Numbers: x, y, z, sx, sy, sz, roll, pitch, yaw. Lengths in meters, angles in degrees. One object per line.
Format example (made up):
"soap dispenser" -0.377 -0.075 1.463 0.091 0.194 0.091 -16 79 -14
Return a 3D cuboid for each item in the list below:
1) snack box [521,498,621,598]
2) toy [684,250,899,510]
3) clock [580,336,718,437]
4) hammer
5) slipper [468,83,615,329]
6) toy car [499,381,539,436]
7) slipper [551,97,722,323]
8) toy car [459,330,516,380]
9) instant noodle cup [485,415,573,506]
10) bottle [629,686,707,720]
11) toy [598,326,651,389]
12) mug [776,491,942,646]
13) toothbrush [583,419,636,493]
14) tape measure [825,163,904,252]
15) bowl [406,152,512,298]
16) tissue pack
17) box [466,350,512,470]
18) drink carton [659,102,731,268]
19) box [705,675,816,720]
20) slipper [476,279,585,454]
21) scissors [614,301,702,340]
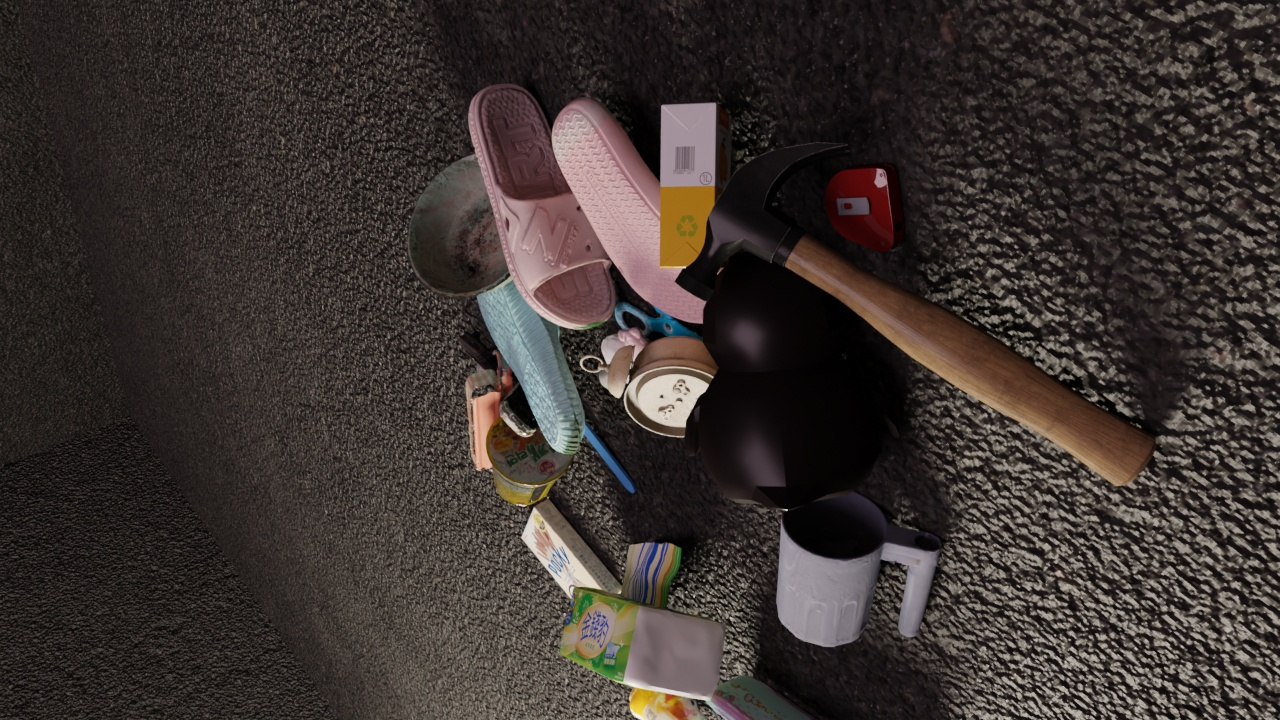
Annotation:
"snack box" -0.087 0.251 1.144 0.150 0.026 0.082 46 141 19
"toy" 0.101 0.009 0.670 0.159 0.140 0.184 -7 98 14
"clock" 0.017 0.015 0.799 0.141 0.054 0.093 15 137 -8
"hammer" 0.181 -0.026 0.584 0.305 0.040 0.132 34 102 12
"slipper" -0.085 -0.142 0.833 0.065 0.094 0.239 -15 97 58
"toy car" -0.125 0.050 0.998 0.041 0.112 0.048 -41 97 18
"slipper" 0.004 -0.123 0.770 0.221 0.055 0.107 53 145 -3
"toy car" -0.178 0.000 1.060 0.040 0.037 0.092 36 169 29
"instant noodle cup" -0.131 0.117 1.063 0.102 0.102 0.108 50 152 16
"bottle" 0.040 0.412 1.065 0.109 0.063 0.063 32 134 31
"toy" -0.005 0.005 0.874 0.076 0.037 0.126 39 148 16
"mug" 0.173 0.173 0.748 0.124 0.083 0.104 10 124 16
"toothbrush" -0.055 0.076 1.008 0.166 0.014 0.016 51 143 7
"tape measure" 0.153 -0.104 0.632 0.051 0.019 0.059 8 117 46
"bowl" -0.158 -0.130 0.916 0.158 0.038 0.157 -8 71 23
"tissue pack" 0.004 0.262 0.967 0.198 0.120 0.141 -11 63 59
"box" -0.174 0.060 1.063 0.055 0.076 0.187 17 143 4
"drink carton" 0.042 -0.130 0.681 0.040 0.058 0.122 2 96 16
"box" 0.171 0.383 0.888 0.214 0.062 0.140 25 165 39
"slipper" -0.107 -0.029 0.953 0.276 0.069 0.116 62 150 25
"scissors" 0.024 -0.043 0.832 0.141 0.013 0.113 31 137 38
